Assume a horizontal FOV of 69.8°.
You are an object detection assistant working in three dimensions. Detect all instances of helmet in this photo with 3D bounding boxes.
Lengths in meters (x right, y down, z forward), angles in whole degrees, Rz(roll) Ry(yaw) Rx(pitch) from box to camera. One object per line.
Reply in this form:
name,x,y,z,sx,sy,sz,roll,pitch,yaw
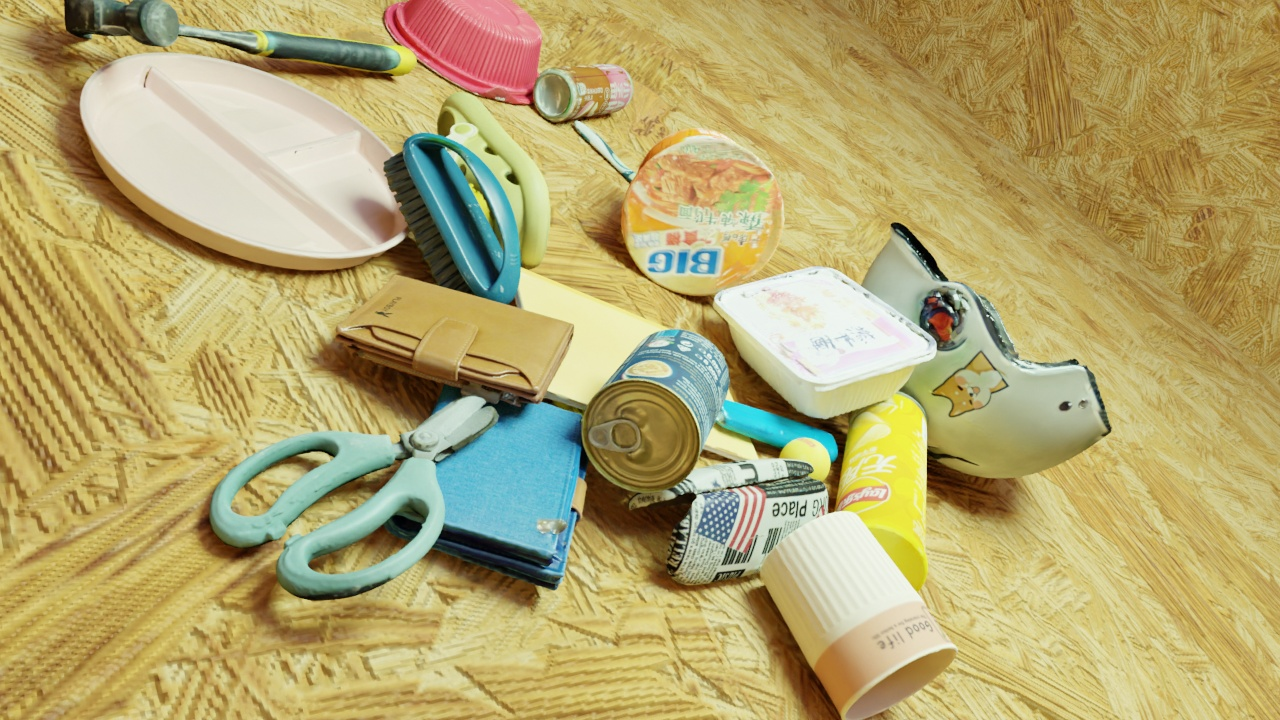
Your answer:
helmet,0.302,0.010,0.882,0.274,0.157,0.229,42,16,16

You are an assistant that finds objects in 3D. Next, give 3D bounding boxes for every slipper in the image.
slipper,-0.139,-0.145,0.756,0.081,0.092,0.190,-18,55,-24

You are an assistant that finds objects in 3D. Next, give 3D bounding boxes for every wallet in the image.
wallet,-0.116,-0.015,0.597,0.132,0.031,0.107,16,26,2
wallet,-0.083,0.068,0.547,0.106,0.040,0.132,20,33,-8

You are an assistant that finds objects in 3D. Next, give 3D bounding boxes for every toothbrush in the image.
toothbrush,-0.010,-0.208,1.014,0.191,0.018,0.016,47,33,18

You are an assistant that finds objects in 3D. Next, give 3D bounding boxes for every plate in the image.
plate,-0.273,-0.142,0.659,0.229,0.028,0.229,26,32,-18

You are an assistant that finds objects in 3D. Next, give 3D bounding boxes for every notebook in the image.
notebook,-0.004,0.004,0.718,0.206,0.010,0.145,20,33,-33

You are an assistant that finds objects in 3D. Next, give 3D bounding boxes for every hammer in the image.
hammer,-0.308,-0.262,0.753,0.126,0.032,0.322,14,17,22

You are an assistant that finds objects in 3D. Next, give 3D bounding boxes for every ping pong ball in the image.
ping pong ball,0.131,0.082,0.732,0.040,0.040,0.040,25,33,-17

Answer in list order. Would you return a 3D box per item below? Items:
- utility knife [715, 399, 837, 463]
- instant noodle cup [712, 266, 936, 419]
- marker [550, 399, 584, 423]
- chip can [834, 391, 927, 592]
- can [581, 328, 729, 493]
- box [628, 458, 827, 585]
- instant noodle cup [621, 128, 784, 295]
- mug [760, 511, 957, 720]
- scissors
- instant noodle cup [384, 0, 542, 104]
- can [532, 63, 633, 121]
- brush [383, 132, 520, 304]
utility knife,0.106,0.056,0.751,0.159,0.018,0.034,20,36,-35
instant noodle cup,0.158,-0.014,0.816,0.137,0.060,0.173,-15,37,-20
marker,-0.062,0.014,0.662,0.018,0.015,0.124,6,42,-46
chip can,0.194,0.101,0.737,0.072,0.072,0.212,35,31,-1
can,0.014,0.029,0.604,0.075,0.075,0.111,36,25,1
box,0.071,0.111,0.625,0.162,0.076,0.087,4,64,-46
instant noodle cup,0.056,-0.153,0.889,0.151,0.152,0.111,27,24,-14
mug,0.147,0.163,0.598,0.114,0.082,0.106,9,38,-42
scissors,-0.153,0.052,0.493,0.130,0.019,0.184,17,34,5
instant noodle cup,-0.181,-0.367,1.021,0.193,0.066,0.193,25,33,-18
can,-0.064,-0.312,1.065,0.058,0.058,0.147,41,31,9
brush,-0.129,-0.105,0.670,0.144,0.074,0.055,62,26,5
